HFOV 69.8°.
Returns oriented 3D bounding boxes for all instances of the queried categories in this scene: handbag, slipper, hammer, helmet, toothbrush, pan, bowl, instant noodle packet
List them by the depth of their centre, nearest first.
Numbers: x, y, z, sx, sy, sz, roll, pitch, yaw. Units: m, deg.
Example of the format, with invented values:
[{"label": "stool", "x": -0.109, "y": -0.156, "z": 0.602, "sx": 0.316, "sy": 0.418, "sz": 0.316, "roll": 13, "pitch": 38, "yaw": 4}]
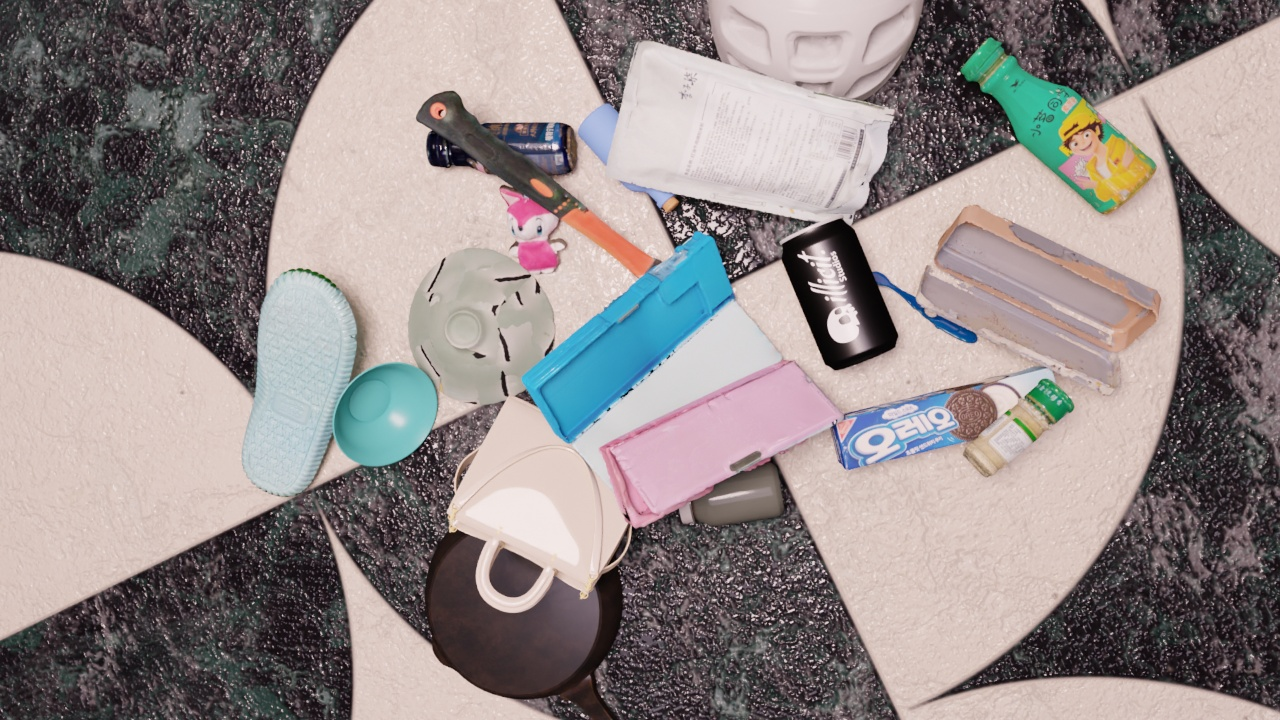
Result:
[{"label": "helmet", "x": 0.182, "y": -0.408, "z": 0.932, "sx": 0.224, "sy": 0.184, "sz": 0.281, "roll": 9, "pitch": 73, "yaw": 2}, {"label": "instant noodle packet", "x": 0.109, "y": -0.224, "z": 0.934, "sx": 0.269, "sy": 0.057, "sz": 0.147, "roll": 13, "pitch": 122, "yaw": -6}, {"label": "handbag", "x": -0.107, "y": 0.164, "z": 0.953, "sx": 0.194, "sy": 0.101, "sz": 0.197, "roll": 26, "pitch": 64, "yaw": 5}, {"label": "hammer", "x": -0.087, "y": -0.167, "z": 0.962, "sx": 0.333, "sy": 0.033, "sz": 0.133, "roll": 37, "pitch": 97, "yaw": -12}, {"label": "toothbrush", "x": 0.299, "y": -0.057, "z": 0.971, "sx": 0.132, "sy": 0.016, "sz": 0.021, "roll": 33, "pitch": 96, "yaw": 2}, {"label": "bowl", "x": -0.185, "y": -0.035, "z": 1.002, "sx": 0.174, "sy": 0.068, "sz": 0.174, "roll": 0, "pitch": 94, "yaw": 7}, {"label": "bowl", "x": -0.290, "y": 0.052, "z": 1.015, "sx": 0.046, "sy": 0.121, "sz": 0.121, "roll": 27, "pitch": 96, "yaw": 45}, {"label": "pan", "x": -0.098, "y": 0.322, "z": 1.016, "sx": 0.249, "sy": 0.043, "sz": 0.356, "roll": -35, "pitch": 88, "yaw": 7}, {"label": "slipper", "x": -0.379, "y": 0.027, "z": 1.030, "sx": 0.116, "sy": 0.069, "sz": 0.277, "roll": 22, "pitch": 109, "yaw": 5}]

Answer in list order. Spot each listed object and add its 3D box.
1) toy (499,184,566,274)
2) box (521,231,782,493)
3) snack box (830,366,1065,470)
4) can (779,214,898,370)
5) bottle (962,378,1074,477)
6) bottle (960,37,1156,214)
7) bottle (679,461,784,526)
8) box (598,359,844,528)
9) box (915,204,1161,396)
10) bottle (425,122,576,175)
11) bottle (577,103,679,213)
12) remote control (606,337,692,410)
[{"label": "toy", "x": -0.117, "y": -0.145, "z": 1.002, "sx": 0.065, "sy": 0.050, "sz": 0.102, "roll": -8, "pitch": 96, "yaw": 2}, {"label": "box", "x": 0.013, "y": 0.005, "z": 0.948, "sx": 0.243, "sy": 0.064, "sz": 0.174, "roll": -41, "pitch": 111, "yaw": -16}, {"label": "snack box", "x": 0.313, "y": 0.059, "z": 0.950, "sx": 0.226, "sy": 0.059, "sz": 0.059, "roll": -14, "pitch": 91, "yaw": 7}, {"label": "can", "x": 0.204, "y": -0.069, "z": 0.948, "sx": 0.080, "sy": 0.080, "sz": 0.146, "roll": -23, "pitch": 89, "yaw": 7}, {"label": "bottle", "x": 0.368, "y": 0.067, "z": 0.896, "sx": 0.110, "sy": 0.042, "sz": 0.042, "roll": -43, "pitch": 87, "yaw": 7}, {"label": "bottle", "x": 0.414, "y": -0.240, "z": 0.923, "sx": 0.209, "sy": 0.068, "sz": 0.068, "roll": 43, "pitch": 96, "yaw": 4}, {"label": "bottle", "x": 0.095, "y": 0.144, "z": 0.979, "sx": 0.108, "sy": 0.060, "sz": 0.060, "roll": -10, "pitch": 91, "yaw": 7}, {"label": "box", "x": 0.086, "y": 0.082, "z": 0.903, "sx": 0.232, "sy": 0.099, "sz": 0.099, "roll": -22, "pitch": 106, "yaw": -23}, {"label": "box", "x": 0.400, "y": -0.068, "z": 0.919, "sx": 0.216, "sy": 0.094, "sz": 0.108, "roll": 27, "pitch": 119, "yaw": 5}, {"label": "bottle", "x": -0.151, "y": -0.230, "z": 0.996, "sx": 0.161, "sy": 0.056, "sz": 0.056, "roll": 1, "pitch": 92, "yaw": 7}, {"label": "bottle", "x": -0.008, "y": -0.212, "z": 0.984, "sx": 0.048, "sy": 0.048, "sz": 0.131, "roll": -42, "pitch": 87, "yaw": 6}, {"label": "remote control", "x": -0.006, "y": 0.006, "z": 1.006, "sx": 0.140, "sy": 0.021, "sz": 0.045, "roll": -35, "pitch": 89, "yaw": 5}]
